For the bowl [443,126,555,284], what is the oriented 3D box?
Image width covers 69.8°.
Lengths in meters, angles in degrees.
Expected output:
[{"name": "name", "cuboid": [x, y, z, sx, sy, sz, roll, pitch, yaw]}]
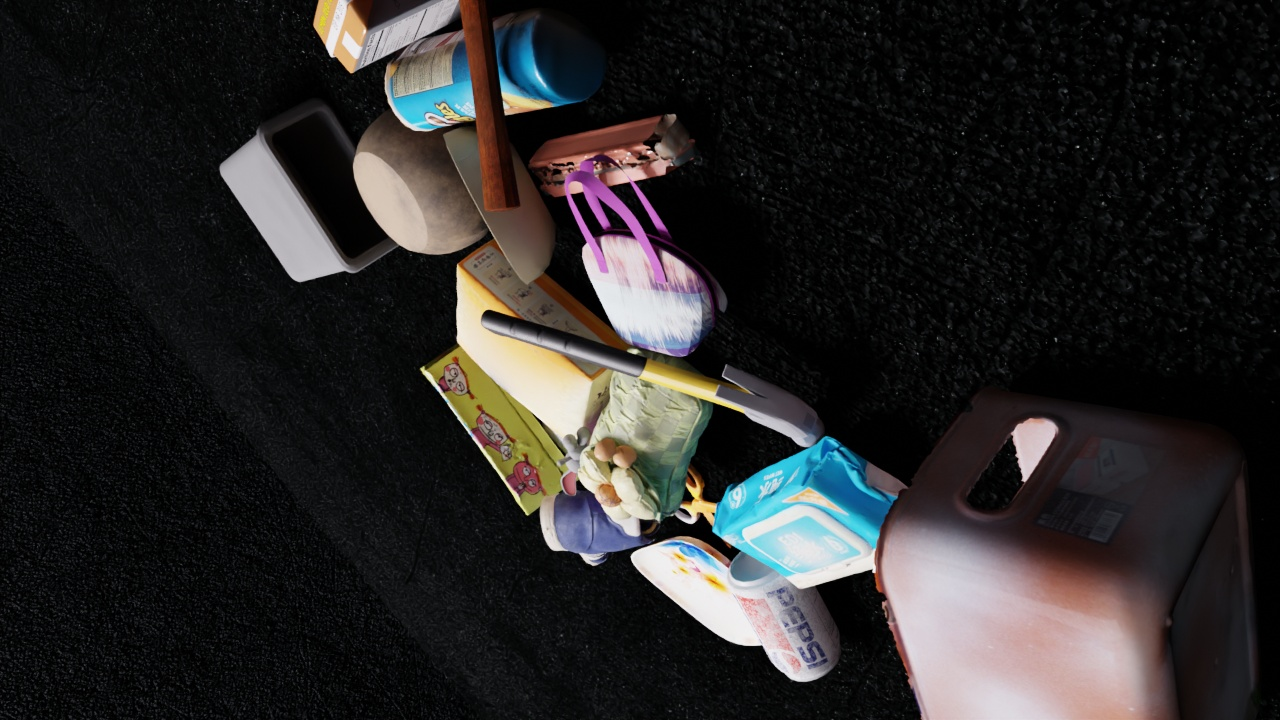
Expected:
[{"name": "bowl", "cuboid": [-0.118, -0.148, 0.831, 0.152, 0.050, 0.152, 62, 180, 0]}]

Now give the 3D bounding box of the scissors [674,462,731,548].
[{"name": "scissors", "cuboid": [0.065, 0.158, 1.012, 0.125, 0.011, 0.130, 57, 151, -11]}]

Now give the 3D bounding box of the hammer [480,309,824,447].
[{"name": "hammer", "cuboid": [-0.005, 0.005, 0.796, 0.324, 0.029, 0.127, 17, 171, 25]}]

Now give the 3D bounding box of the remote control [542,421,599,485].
[{"name": "remote control", "cuboid": [-0.072, 0.101, 1.109, 0.114, 0.028, 0.060, 44, 151, 8]}]

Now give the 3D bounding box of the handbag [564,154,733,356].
[{"name": "handbag", "cuboid": [-0.004, -0.088, 0.739, 0.145, 0.067, 0.170, 15, 147, 44]}]

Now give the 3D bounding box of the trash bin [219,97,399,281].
[{"name": "trash bin", "cuboid": [-0.416, -0.202, 1.150, 0.220, 0.097, 0.192, 0, 124, 54]}]

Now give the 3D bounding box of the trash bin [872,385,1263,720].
[{"name": "trash bin", "cuboid": [0.281, 0.168, 0.579, 0.158, 0.181, 0.260, 9, 131, 46]}]

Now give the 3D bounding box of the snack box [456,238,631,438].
[{"name": "snack box", "cuboid": [-0.114, -0.013, 0.983, 0.195, 0.080, 0.145, 40, 149, 15]}]

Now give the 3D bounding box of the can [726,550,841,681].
[{"name": "can", "cuboid": [0.150, 0.257, 0.947, 0.078, 0.078, 0.136, -2, 123, 53]}]

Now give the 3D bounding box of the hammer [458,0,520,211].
[{"name": "hammer", "cuboid": [-0.119, -0.258, 0.659, 0.111, 0.028, 0.301, 6, 107, 49]}]

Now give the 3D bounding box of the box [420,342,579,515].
[{"name": "box", "cuboid": [-0.178, 0.075, 1.142, 0.221, 0.082, 0.124, 57, 168, -8]}]

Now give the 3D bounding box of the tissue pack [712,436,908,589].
[{"name": "tissue pack", "cuboid": [0.155, 0.136, 0.803, 0.117, 0.065, 0.210, 35, 148, -7]}]

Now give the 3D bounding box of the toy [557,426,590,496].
[{"name": "toy", "cuboid": [-0.067, 0.108, 0.993, 0.030, 0.049, 0.112, 53, 160, 28]}]

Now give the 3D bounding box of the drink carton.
[{"name": "drink carton", "cuboid": [-0.193, -0.288, 0.733, 0.048, 0.124, 0.076, 52, 150, -5]}]

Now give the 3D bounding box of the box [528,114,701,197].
[{"name": "box", "cuboid": [-0.029, -0.168, 0.740, 0.187, 0.060, 0.058, 3, 95, 50]}]

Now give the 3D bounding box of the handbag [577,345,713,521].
[{"name": "handbag", "cuboid": [-0.004, 0.077, 0.887, 0.113, 0.116, 0.187, 29, 128, 17]}]

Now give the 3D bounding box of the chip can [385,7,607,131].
[{"name": "chip can", "cuboid": [-0.125, -0.238, 0.752, 0.230, 0.079, 0.080, 8, 131, 47]}]

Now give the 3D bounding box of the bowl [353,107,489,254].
[{"name": "bowl", "cuboid": [-0.235, -0.181, 0.961, 0.162, 0.070, 0.162, 33, 146, 26]}]

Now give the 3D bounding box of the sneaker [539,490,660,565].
[{"name": "sneaker", "cuboid": [-0.026, 0.192, 1.118, 0.233, 0.118, 0.091, 49, -150, -67]}]

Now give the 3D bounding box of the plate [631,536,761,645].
[{"name": "plate", "cuboid": [0.087, 0.269, 1.077, 0.187, 0.016, 0.187, 41, 150, -7]}]
